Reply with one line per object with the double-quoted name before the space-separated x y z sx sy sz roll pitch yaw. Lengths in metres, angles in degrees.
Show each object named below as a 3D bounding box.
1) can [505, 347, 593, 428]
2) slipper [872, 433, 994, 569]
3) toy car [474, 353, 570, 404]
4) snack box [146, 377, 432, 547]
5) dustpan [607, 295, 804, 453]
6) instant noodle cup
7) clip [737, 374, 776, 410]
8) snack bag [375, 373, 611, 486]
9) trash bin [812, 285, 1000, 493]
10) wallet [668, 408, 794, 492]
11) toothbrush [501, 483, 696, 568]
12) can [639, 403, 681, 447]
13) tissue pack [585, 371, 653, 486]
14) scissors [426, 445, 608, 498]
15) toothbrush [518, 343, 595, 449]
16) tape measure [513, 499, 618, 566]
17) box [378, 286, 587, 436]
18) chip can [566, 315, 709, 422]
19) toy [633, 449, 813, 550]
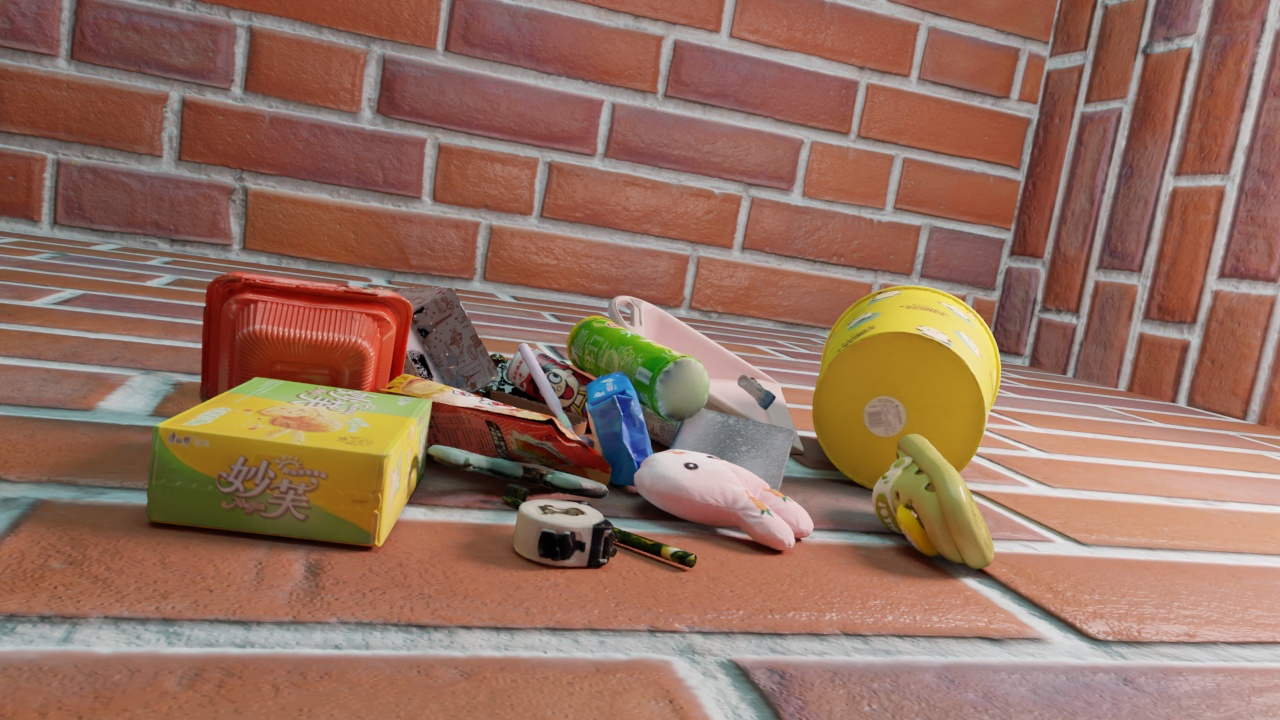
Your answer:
"can" -0.094 0.033 1.106 0.133 0.053 0.053 28 13 15
"slipper" 0.259 0.134 0.839 0.082 0.091 0.190 -30 13 11
"toy car" -0.146 0.031 1.165 0.155 0.041 0.071 9 44 -15
"snack box" -0.255 0.070 0.706 0.157 0.070 0.210 8 8 -6
"dustpan" 0.087 0.003 1.204 0.273 0.139 0.222 5 22 -5
"instant noodle cup" -0.318 0.007 0.865 0.188 0.165 0.079 6 32 -17
"clip" 0.149 0.039 1.180 0.029 0.025 0.057 22 19 -47
"snack bag" -0.137 0.066 0.848 0.208 0.073 0.128 10 -24 23
"trash bin" 0.316 0.036 1.103 0.230 0.230 0.254 11 14 17
"wallet" 0.089 0.096 0.933 0.121 0.019 0.097 11 45 16
"toothbrush" -0.036 0.128 0.722 0.186 0.017 0.012 13 -8 32
"can" 0.050 0.077 1.052 0.058 0.058 0.147 4 9 -32
"tissue pack" -0.023 0.068 0.908 0.052 0.095 0.157 -16 9 -3
"scissors" -0.082 0.097 0.759 0.179 0.019 0.172 6 -12 35
"toothbrush" -0.097 0.038 1.011 0.021 0.029 0.189 -18 45 -20
"tape measure" -0.058 0.124 0.667 0.066 0.033 0.066 5 7 -27
"box" -0.203 0.027 1.019 0.274 0.124 0.178 39 14 12
"chip can" -0.006 0.006 1.022 0.072 0.072 0.221 4 12 -30
"toy" 0.072 0.119 0.803 0.159 0.054 0.121 21 12 24
